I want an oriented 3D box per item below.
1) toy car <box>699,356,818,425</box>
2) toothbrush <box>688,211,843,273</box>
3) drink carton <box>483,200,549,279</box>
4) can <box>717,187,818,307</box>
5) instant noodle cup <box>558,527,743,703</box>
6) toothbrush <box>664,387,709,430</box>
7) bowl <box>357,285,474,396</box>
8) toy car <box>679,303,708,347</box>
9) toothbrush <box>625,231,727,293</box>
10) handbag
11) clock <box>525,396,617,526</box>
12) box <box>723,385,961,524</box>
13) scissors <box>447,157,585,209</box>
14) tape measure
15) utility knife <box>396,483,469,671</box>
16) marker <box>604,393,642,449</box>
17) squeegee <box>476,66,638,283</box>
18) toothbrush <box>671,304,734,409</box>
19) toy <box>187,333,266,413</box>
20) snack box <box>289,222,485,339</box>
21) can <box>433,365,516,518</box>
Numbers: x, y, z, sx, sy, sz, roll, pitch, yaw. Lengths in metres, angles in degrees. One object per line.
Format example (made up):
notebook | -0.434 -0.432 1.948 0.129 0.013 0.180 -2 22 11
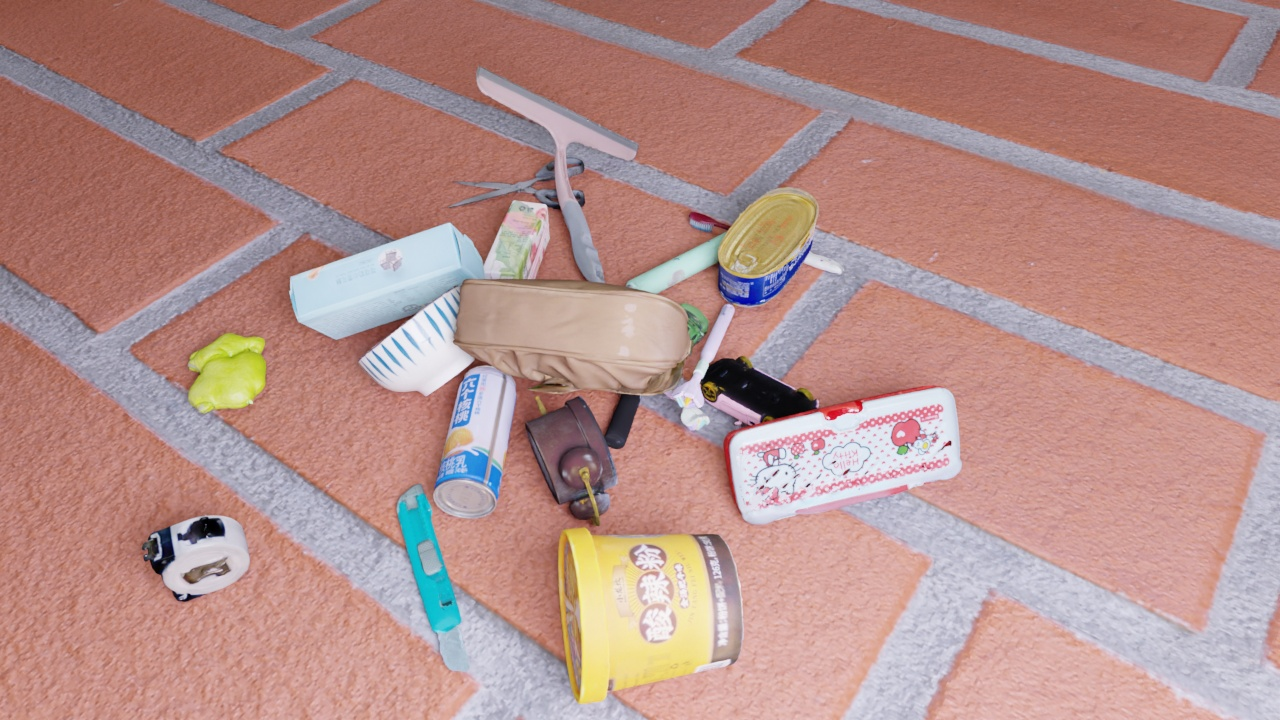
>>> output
toy car | 0.105 0.036 0.830 0.056 0.037 0.122 -37 46 -28
toothbrush | 0.135 -0.128 1.013 0.188 0.017 0.016 23 48 21
drink carton | -0.130 -0.114 0.984 0.045 0.054 0.122 6 46 8
can | 0.133 -0.119 0.960 0.075 0.049 0.147 25 55 22
instant noodle cup | 0.005 0.175 0.651 0.114 0.119 0.118 -3 44 -11
toothbrush | -0.005 0.005 0.856 0.029 0.020 0.189 0 32 -46
bowl | -0.198 -0.010 0.859 0.116 0.117 0.066 -42 99 -33
toy car | 0.035 -0.025 0.887 0.043 0.036 0.091 38 43 5
toothbrush | 0.017 -0.085 0.966 0.224 0.026 0.027 -28 39 -23
handbag | -0.057 -0.019 0.799 0.205 0.147 0.100 8 89 29
clock | -0.054 0.084 0.763 0.055 0.082 0.122 -21 47 -12
box | 0.171 0.078 0.764 0.201 0.086 0.047 -12 5 -10
scissors | -0.141 -0.208 1.110 0.177 0.014 0.159 -37 52 -27
tape measure | -0.343 0.153 0.719 0.066 0.066 0.033 -21 52 -15
utility knife | -0.166 0.168 0.732 0.029 0.013 0.186 -18 47 -15
marker | -0.008 0.028 0.859 0.022 0.020 0.131 28 47 -8
squeegee | -0.076 -0.180 1.029 0.247 0.040 0.249 15 52 -44
toothbrush | 0.066 -0.009 0.865 0.029 0.021 0.188 23 33 5
toy | -0.399 0.010 0.889 0.100 0.031 0.096 30 51 29
snack box | -0.246 -0.076 0.901 0.175 0.074 0.051 -18 75 6
can | -0.142 0.068 0.802 0.053 0.053 0.134 0 45 3
